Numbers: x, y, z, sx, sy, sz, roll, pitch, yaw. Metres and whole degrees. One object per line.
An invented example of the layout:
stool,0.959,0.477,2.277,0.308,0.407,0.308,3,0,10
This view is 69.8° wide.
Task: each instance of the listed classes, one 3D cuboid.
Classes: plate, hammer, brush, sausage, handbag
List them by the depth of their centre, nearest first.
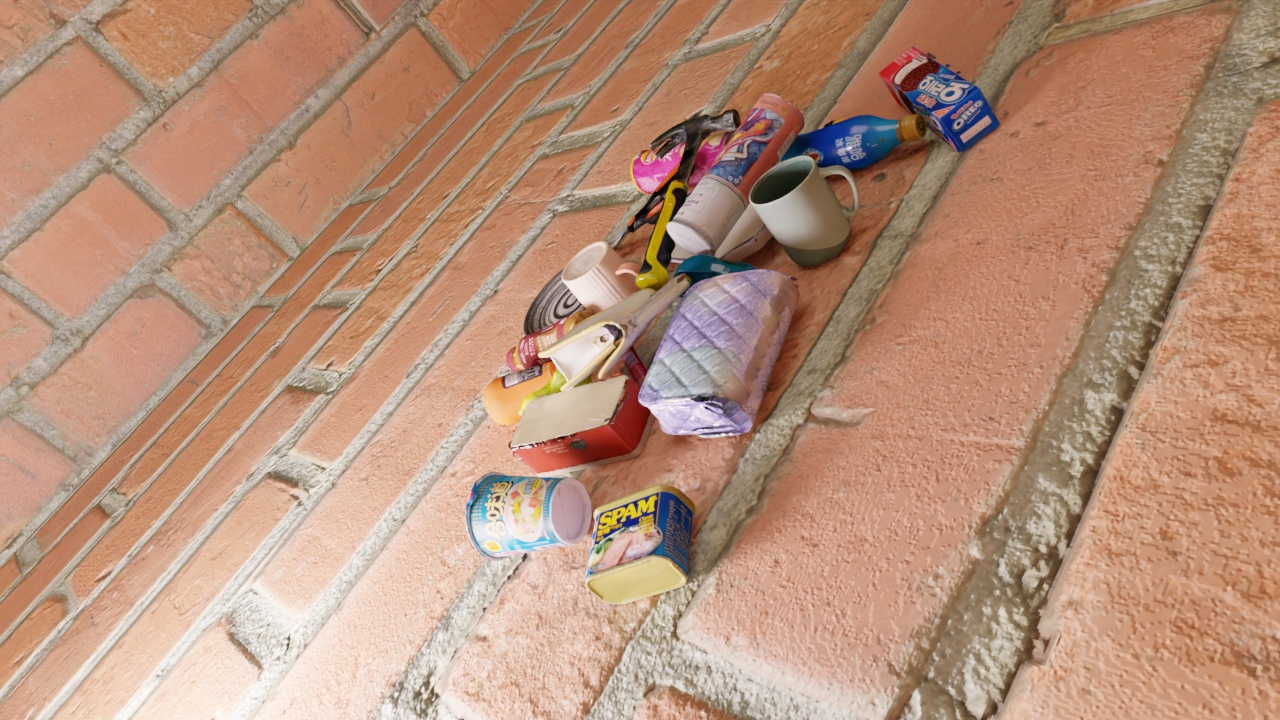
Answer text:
handbag,0.089,-0.008,0.995,0.134,0.075,0.193,-8,44,40
handbag,-0.017,-0.040,1.085,0.179,0.063,0.163,-30,7,23
brush,0.089,-0.098,1.116,0.144,0.073,0.055,10,64,55
sausage,-0.007,0.007,1.143,0.020,0.020,0.155,-39,29,4
plate,0.107,-0.184,1.234,0.161,0.034,0.266,-52,27,-15
hammer,0.047,-0.220,1.239,0.126,0.032,0.322,-6,50,29
plate,-0.103,-0.091,1.379,0.180,0.024,0.179,-31,32,21

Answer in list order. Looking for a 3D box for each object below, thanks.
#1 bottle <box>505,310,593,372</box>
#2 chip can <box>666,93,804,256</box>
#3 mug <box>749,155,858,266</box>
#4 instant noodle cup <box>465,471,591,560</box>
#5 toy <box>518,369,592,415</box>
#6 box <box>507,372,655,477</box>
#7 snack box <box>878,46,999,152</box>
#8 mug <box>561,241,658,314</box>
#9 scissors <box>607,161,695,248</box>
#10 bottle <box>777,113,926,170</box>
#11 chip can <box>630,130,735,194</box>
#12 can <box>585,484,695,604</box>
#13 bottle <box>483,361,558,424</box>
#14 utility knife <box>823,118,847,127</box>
bottle,-0.122,-0.019,1.264,0.175,0.057,0.057,-20,35,46
chip can,0.121,-0.231,1.146,0.214,0.071,0.071,-55,31,-11
mug,0.199,-0.174,1.052,0.112,0.106,0.082,-26,32,26
instant noodle cup,-0.116,0.166,0.992,0.110,0.099,0.099,-8,42,32
toy,-0.105,0.042,1.168,0.031,0.096,0.100,55,130,28
box,-0.073,0.071,1.076,0.169,0.077,0.091,-16,38,36
snack box,0.359,-0.321,1.113,0.058,0.057,0.207,-37,30,14
mug,-0.033,-0.099,1.226,0.115,0.106,0.081,-10,42,43
scissors,0.009,-0.220,1.376,0.197,0.021,0.227,-59,20,-16
bottle,0.255,-0.271,1.159,0.219,0.065,0.065,-5,45,47
chip can,0.078,-0.303,1.407,0.211,0.071,0.071,1,50,49
can,0.000,0.176,0.870,0.102,0.057,0.083,-25,35,28
bottle,-0.134,0.033,1.219,0.150,0.067,0.066,-24,33,15
utility knife,0.295,-0.306,1.210,0.033,0.015,0.168,-49,30,-8
